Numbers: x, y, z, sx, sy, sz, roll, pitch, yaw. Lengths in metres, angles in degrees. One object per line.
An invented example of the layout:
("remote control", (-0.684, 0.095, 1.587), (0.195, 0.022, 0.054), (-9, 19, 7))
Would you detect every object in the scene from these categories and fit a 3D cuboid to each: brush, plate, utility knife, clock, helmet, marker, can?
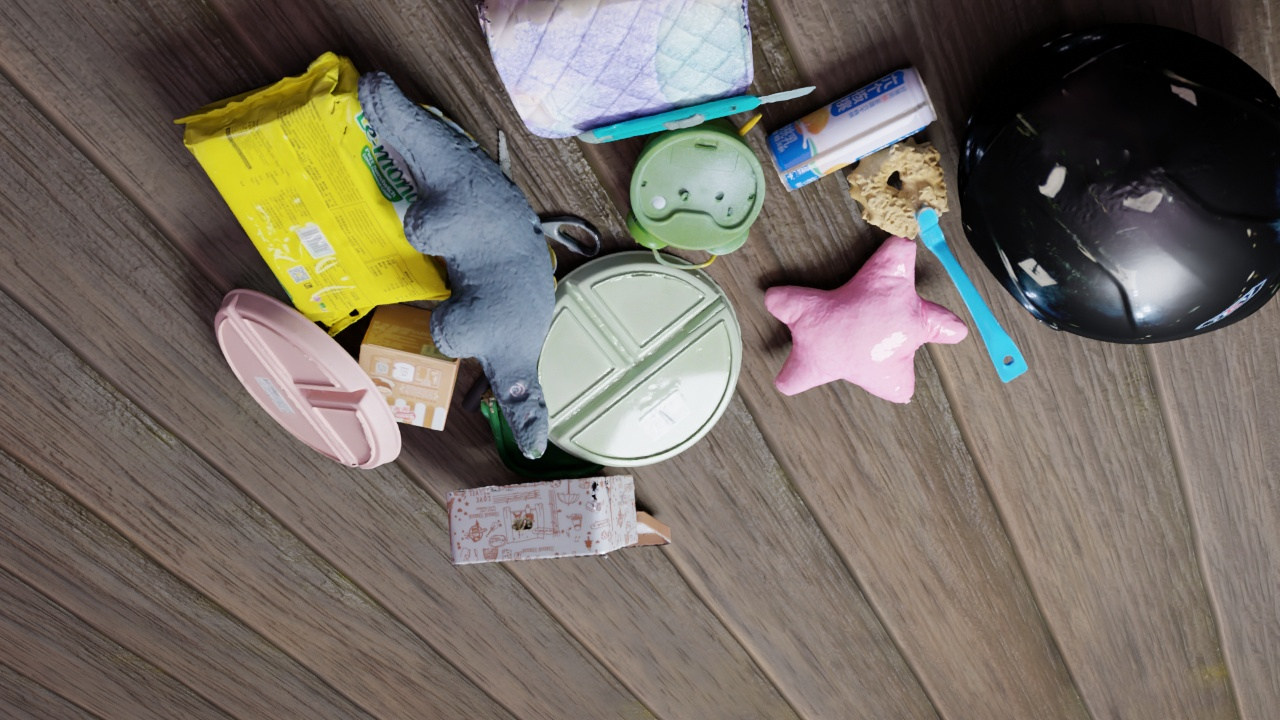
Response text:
("brush", (0.273, -0.088, 0.817), (0.083, 0.045, 0.254), (-33, 99, 7))
("plate", (-0.005, 0.005, 0.909), (0.230, 0.027, 0.230), (-4, 111, -12))
("utility knife", (0.044, -0.196, 0.735), (0.193, 0.029, 0.013), (-11, 85, 10))
("clock", (0.047, -0.147, 0.817), (0.116, 0.056, 0.162), (6, 130, -3))
("helmet", (0.377, -0.130, 0.715), (0.274, 0.229, 0.234), (49, 123, 12))
("marker", (-0.154, 0.009, 0.975), (0.022, 0.020, 0.132), (19, 128, -28))
("plate", (-0.337, 0.027, 0.917), (0.229, 0.028, 0.230), (25, 144, 20))
("can", (0.177, -0.195, 0.776), (0.135, 0.053, 0.053), (-23, 126, 19))

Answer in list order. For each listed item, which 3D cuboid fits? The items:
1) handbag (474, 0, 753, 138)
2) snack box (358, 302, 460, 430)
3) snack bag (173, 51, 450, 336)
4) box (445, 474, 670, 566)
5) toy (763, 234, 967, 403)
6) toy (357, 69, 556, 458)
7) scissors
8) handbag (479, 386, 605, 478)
("handbag", (-0.013, -0.247, 0.706), (0.194, 0.075, 0.134), (-9, 159, 7))
("snack box", (-0.234, 0.005, 0.937), (0.092, 0.076, 0.095), (13, 128, -10))
("snack bag", (-0.274, -0.132, 0.801), (0.158, 0.068, 0.247), (-13, 128, 13))
("box", (-0.082, 0.178, 1.030), (0.178, 0.088, 0.262), (-7, 171, 16))
("toy", (0.215, -0.020, 0.905), (0.195, 0.074, 0.178), (-25, 111, 25))
("toy", (-0.136, -0.085, 0.803), (0.092, 0.137, 0.356), (-6, 114, 29))
("scissors", (-0.124, -0.131, 0.865), (0.177, 0.014, 0.160), (26, 124, -16))
("handbag", (-0.095, 0.066, 0.979), (0.131, 0.067, 0.120), (-10, 134, 20))
